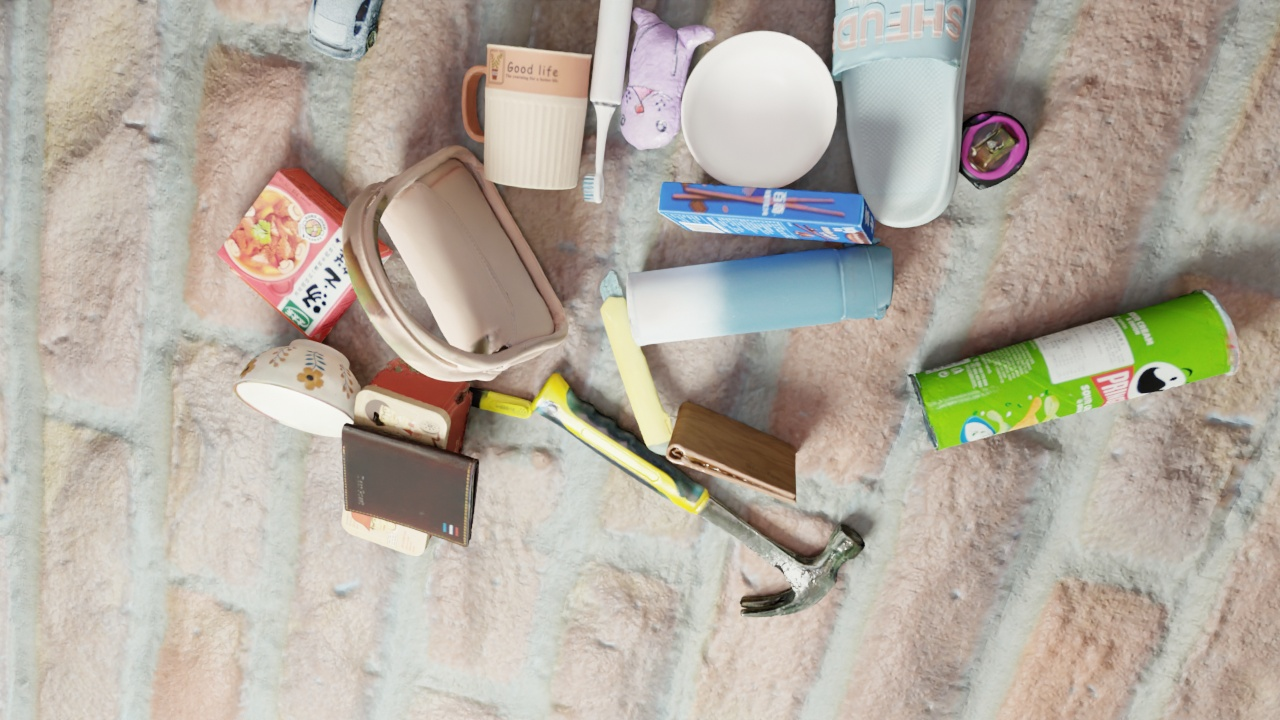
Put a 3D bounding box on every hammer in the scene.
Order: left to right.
[{"bbox_3d":[0.038,0.123,0.845,0.323,0.031,0.126,35,107,-2],"label":"hammer"}]

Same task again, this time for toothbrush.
[{"bbox_3d":[-0.025,-0.239,0.743,0.026,0.026,0.221,12,103,25],"label":"toothbrush"}]

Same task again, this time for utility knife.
[{"bbox_3d":[-0.005,0.005,0.812,0.031,0.019,0.173,-19,95,10],"label":"utility knife"}]

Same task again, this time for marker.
[{"bbox_3d":[-0.160,0.034,0.858,0.124,0.015,0.018,13,108,6],"label":"marker"}]

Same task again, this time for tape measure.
[{"bbox_3d":[0.275,-0.167,0.722,0.057,0.039,0.058,43,107,-5],"label":"tape measure"}]

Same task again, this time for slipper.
[{"bbox_3d":[0.190,-0.216,0.683,0.104,0.074,0.246,9,117,34],"label":"slipper"}]

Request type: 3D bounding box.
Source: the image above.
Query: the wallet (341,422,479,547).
[{"bbox_3d":[-0.202,0.109,0.802,0.122,0.020,0.096,15,120,7],"label":"wallet"}]

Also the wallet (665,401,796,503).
[{"bbox_3d":[0.081,0.078,0.790,0.115,0.101,0.020,20,110,1],"label":"wallet"}]

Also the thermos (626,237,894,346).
[{"bbox_3d":[0.100,-0.057,0.769,0.221,0.070,0.070,-7,104,10],"label":"thermos"}]

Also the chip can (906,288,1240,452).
[{"bbox_3d":[0.344,0.010,0.746,0.236,0.072,0.072,-17,102,13],"label":"chip can"}]

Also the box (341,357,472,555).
[{"bbox_3d":[-0.215,0.085,0.848,0.091,0.079,0.169,19,119,3],"label":"box"}]

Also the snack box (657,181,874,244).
[{"bbox_3d":[0.100,-0.115,0.722,0.157,0.084,0.026,8,90,20],"label":"snack box"}]

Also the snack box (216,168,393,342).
[{"bbox_3d":[-0.309,-0.088,0.830,0.113,0.044,0.127,42,108,-4],"label":"snack box"}]

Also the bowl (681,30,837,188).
[{"bbox_3d":[0.094,-0.197,0.728,0.118,0.064,0.118,2,106,7],"label":"bowl"}]

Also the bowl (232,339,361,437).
[{"bbox_3d":[-0.304,0.020,0.840,0.113,0.114,0.062,13,66,5],"label":"bowl"}]

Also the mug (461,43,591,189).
[{"bbox_3d":[-0.099,-0.202,0.752,0.115,0.081,0.106,15,110,26],"label":"mug"}]

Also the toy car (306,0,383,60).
[{"bbox_3d":[-0.240,-0.311,0.762,0.054,0.036,0.121,23,105,2],"label":"toy car"}]

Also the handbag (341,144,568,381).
[{"bbox_3d":[-0.154,-0.064,0.714,0.093,0.233,0.193,-28,100,13],"label":"handbag"}]

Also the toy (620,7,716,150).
[{"bbox_3d":[0.016,-0.223,0.741,0.084,0.038,0.108,26,110,34],"label":"toy"}]
